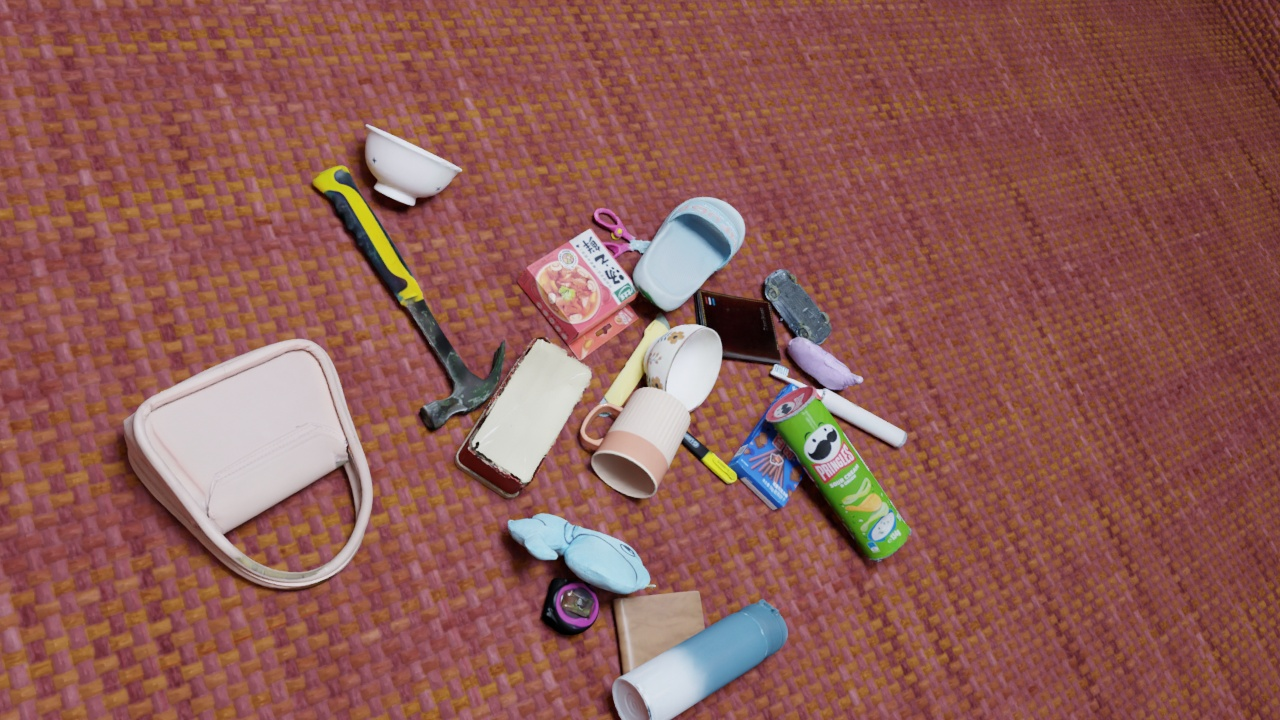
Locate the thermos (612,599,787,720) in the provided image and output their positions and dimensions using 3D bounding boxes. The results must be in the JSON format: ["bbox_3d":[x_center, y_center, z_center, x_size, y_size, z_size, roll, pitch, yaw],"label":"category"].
[{"bbox_3d":[0.073,0.332,1.005,0.219,0.070,0.070,-16,77,-37],"label":"thermos"}]

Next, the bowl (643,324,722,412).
[{"bbox_3d":[0.044,0.004,1.138,0.062,0.114,0.113,24,48,33],"label":"bowl"}]

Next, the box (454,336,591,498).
[{"bbox_3d":[-0.125,0.061,1.029,0.091,0.079,0.167,34,58,-9],"label":"box"}]

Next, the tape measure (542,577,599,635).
[{"bbox_3d":[-0.074,0.266,0.989,0.058,0.039,0.057,25,59,-16],"label":"tape measure"}]

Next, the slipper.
[{"bbox_3d":[0.072,-0.153,1.209,0.104,0.074,0.244,44,45,-5],"label":"slipper"}]

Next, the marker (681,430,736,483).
[{"bbox_3d":[0.072,0.110,1.147,0.124,0.015,0.018,42,53,-3],"label":"marker"}]

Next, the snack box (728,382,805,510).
[{"bbox_3d":[0.186,0.110,1.198,0.084,0.026,0.156,44,56,-5],"label":"snack box"}]

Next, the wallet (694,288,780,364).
[{"bbox_3d":[0.131,-0.045,1.244,0.122,0.020,0.096,7,65,-27],"label":"wallet"}]

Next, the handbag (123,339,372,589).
[{"bbox_3d":[-0.359,0.111,0.896,0.192,0.094,0.234,-32,94,-34],"label":"handbag"}]

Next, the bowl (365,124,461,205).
[{"bbox_3d":[-0.277,-0.221,1.074,0.118,0.118,0.065,24,99,-16],"label":"bowl"}]

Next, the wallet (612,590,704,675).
[{"bbox_3d":[0.026,0.314,1.034,0.115,0.020,0.101,1,70,-30],"label":"wallet"}]

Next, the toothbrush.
[{"bbox_3d":[0.272,0.062,1.264,0.221,0.027,0.026,28,81,-14],"label":"toothbrush"}]

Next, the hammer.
[{"bbox_3d":[-0.268,-0.084,1.048,0.125,0.032,0.323,-30,84,-34],"label":"hammer"}]

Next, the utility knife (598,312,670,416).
[{"bbox_3d":[-0.007,0.007,1.150,0.031,0.019,0.172,36,56,-4],"label":"utility knife"}]

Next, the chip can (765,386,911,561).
[{"bbox_3d":[0.254,0.144,1.166,0.072,0.072,0.236,-45,105,-34],"label":"chip can"}]

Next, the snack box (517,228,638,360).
[{"bbox_3d":[-0.069,-0.083,1.141,0.113,0.044,0.127,-38,89,-34],"label":"snack box"}]

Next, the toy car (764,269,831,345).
[{"bbox_3d":[0.218,-0.072,1.287,0.054,0.037,0.120,-34,87,-36],"label":"toy car"}]

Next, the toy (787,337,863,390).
[{"bbox_3d":[0.247,0.006,1.250,0.108,0.084,0.039,38,77,-2],"label":"toy"}]

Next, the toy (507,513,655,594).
[{"bbox_3d":[-0.057,0.210,0.992,0.156,0.050,0.161,31,8,25],"label":"toy"}]

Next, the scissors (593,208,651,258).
[{"bbox_3d":[-0.009,-0.147,1.219,0.137,0.017,0.096,29,57,-18],"label":"scissors"}]

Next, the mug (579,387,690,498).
[{"bbox_3d":[-0.011,0.089,1.081,0.114,0.082,0.105,23,54,13],"label":"mug"}]
